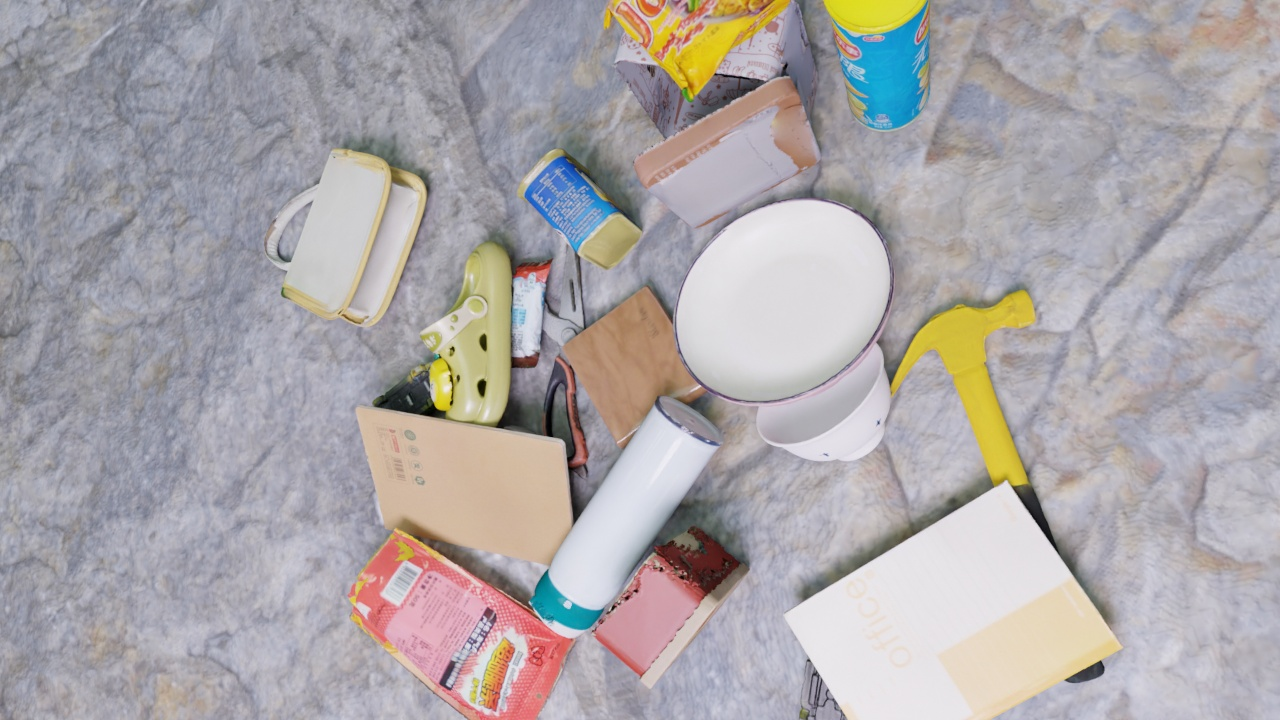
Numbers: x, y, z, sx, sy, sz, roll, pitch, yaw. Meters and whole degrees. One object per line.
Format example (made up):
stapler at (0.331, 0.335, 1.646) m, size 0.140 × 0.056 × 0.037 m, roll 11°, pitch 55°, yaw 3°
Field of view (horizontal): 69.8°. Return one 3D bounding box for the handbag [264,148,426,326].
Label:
handbag at (-0.309, -0.131, 0.931) m, size 0.179 × 0.063 × 0.163 m, roll 21°, pitch 92°, yaw 33°

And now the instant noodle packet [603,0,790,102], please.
instant noodle packet at (0.044, -0.258, 0.646) m, size 0.128 × 0.044 × 0.110 m, roll -43°, pitch 68°, yaw 7°

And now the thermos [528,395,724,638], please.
thermos at (-0.016, 0.140, 0.788) m, size 0.073 × 0.073 × 0.224 m, roll 37°, pitch 104°, yaw 17°

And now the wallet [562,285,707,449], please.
wallet at (-0.005, 0.005, 0.819) m, size 0.101 × 0.020 × 0.115 m, roll -36°, pitch 73°, yaw 10°

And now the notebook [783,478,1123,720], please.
notebook at (0.235, 0.208, 0.711) m, size 0.206 × 0.010 × 0.146 m, roll -34°, pitch 77°, yaw 12°

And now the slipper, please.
slipper at (-0.165, -0.020, 0.845) m, size 0.081 × 0.092 × 0.190 m, roll 8°, pitch 78°, yaw -22°

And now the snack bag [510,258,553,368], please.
snack bag at (-0.104, -0.044, 0.853) m, size 0.048 × 0.026 × 0.104 m, roll 1°, pitch 85°, yaw 42°

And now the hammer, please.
hammer at (0.293, 0.100, 0.724) m, size 0.129 × 0.032 × 0.300 m, roll -21°, pitch 79°, yaw 15°

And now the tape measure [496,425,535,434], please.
tape measure at (-0.122, 0.094, 0.858) m, size 0.066 × 0.033 × 0.065 m, roll -39°, pitch 77°, yaw 13°

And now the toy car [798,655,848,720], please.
toy car at (0.158, 0.268, 0.753) m, size 0.048 × 0.032 × 0.105 m, roll 7°, pitch 86°, yaw 17°

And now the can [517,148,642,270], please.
can at (-0.051, -0.132, 0.819) m, size 0.057 × 0.102 × 0.083 m, roll -45°, pitch 76°, yaw 9°

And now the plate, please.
plate at (0.120, -0.045, 0.766) m, size 0.193 × 0.039 × 0.192 m, roll -15°, pitch 58°, yaw 25°

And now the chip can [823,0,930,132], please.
chip can at (0.184, -0.239, 0.695) m, size 0.071 × 0.210 × 0.071 m, roll -2°, pitch 84°, yaw 17°

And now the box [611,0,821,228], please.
box at (0.067, -0.189, 0.747) m, size 0.150 × 0.182 × 0.166 m, roll 15°, pitch 86°, yaw 19°

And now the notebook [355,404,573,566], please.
notebook at (-0.158, 0.117, 0.839) m, size 0.208 × 0.008 × 0.148 m, roll 8°, pitch 123°, yaw 18°

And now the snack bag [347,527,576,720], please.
snack bag at (-0.169, 0.253, 0.847) m, size 0.208 × 0.073 × 0.129 m, roll 30°, pitch 99°, yaw 12°

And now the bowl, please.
bowl at (0.160, 0.044, 0.748) m, size 0.118 × 0.118 × 0.065 m, roll -37°, pitch 114°, yaw 11°

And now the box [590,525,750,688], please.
box at (0.023, 0.183, 0.732) m, size 0.078 × 0.168 × 0.091 m, roll 38°, pitch 97°, yaw 14°

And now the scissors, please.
scissors at (-0.057, -0.002, 0.856) m, size 0.225 × 0.015 × 0.189 m, roll 32°, pitch 95°, yaw 19°

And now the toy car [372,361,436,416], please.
toy car at (-0.219, 0.039, 0.892) m, size 0.091 × 0.036 × 0.043 m, roll -35°, pitch 77°, yaw 11°
